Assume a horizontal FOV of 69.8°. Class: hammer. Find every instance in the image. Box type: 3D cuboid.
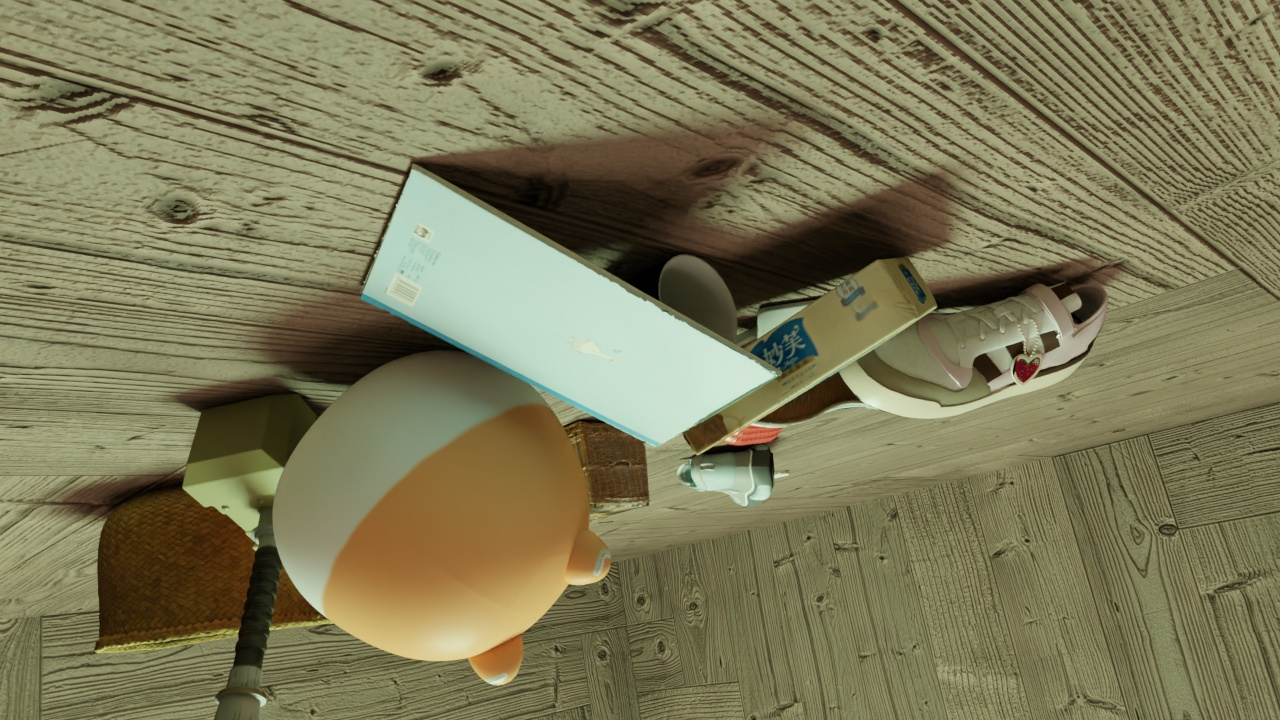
[{"bbox_3d":[-0.346,0.212,0.836,0.101,0.324,0.190,-12,140,7],"label":"hammer"}]

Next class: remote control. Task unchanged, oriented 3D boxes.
[{"bbox_3d":[0.183,-0.041,0.871,0.146,0.008,0.045,-8,128,-5],"label":"remote control"}]

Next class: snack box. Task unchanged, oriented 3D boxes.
[{"bbox_3d":[0.136,-0.006,0.759,0.208,0.055,0.153,-35,173,23],"label":"snack box"}]

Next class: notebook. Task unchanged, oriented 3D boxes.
[{"bbox_3d":[-0.057,-0.021,0.615,0.253,0.009,0.182,28,150,-15],"label":"notebook"}]

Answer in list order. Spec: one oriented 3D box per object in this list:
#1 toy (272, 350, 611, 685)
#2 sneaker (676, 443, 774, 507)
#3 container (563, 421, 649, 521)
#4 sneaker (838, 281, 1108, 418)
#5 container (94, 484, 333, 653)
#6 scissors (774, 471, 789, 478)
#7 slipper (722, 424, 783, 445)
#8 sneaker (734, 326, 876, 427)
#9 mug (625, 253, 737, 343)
[{"bbox_3d":[-0.169,0.135,0.814,0.263,0.281,0.265,-48,164,2],"label":"toy"},{"bbox_3d":[0.142,0.209,1.628,0.160,0.093,0.257,0,164,-4],"label":"sneaker"},{"bbox_3d":[-0.091,0.161,1.257,0.113,0.112,0.199,6,159,-44],"label":"container"},{"bbox_3d":[0.341,-0.024,0.909,0.293,0.111,0.117,-7,144,-17],"label":"sneaker"},{"bbox_3d":[-0.560,0.274,1.222,0.307,0.196,0.307,-9,166,-3],"label":"container"},{"bbox_3d":[0.259,0.253,1.960,0.131,0.011,0.125,-17,164,18],"label":"scissors"},{"bbox_3d":[0.142,0.085,1.232,0.103,0.059,0.249,-2,164,-24],"label":"slipper"},{"bbox_3d":[0.166,0.019,0.983,0.294,0.121,0.127,-1,-175,-35],"label":"sneaker"},{"bbox_3d":[0.015,-0.010,0.715,0.085,0.121,0.095,11,156,-40],"label":"mug"}]
